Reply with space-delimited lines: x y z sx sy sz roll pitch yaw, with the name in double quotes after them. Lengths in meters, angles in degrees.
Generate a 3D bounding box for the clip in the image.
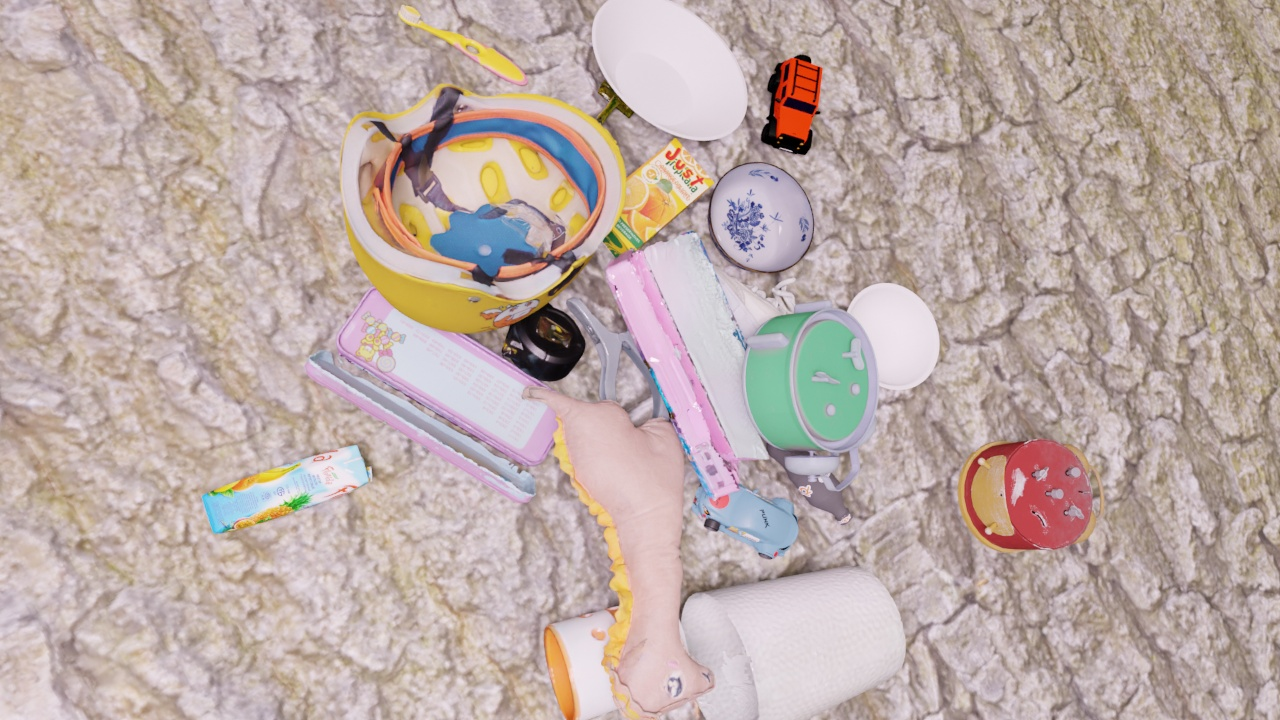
-0.004 0.005 0.866 0.090 0.027 0.162 -21 88 -20 "clip"

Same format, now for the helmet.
-0.137 -0.117 0.789 0.239 0.140 0.209 -26 72 -31 "helmet"

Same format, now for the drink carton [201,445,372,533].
-0.286 0.104 0.750 0.128 0.044 0.038 -18 85 -19 "drink carton"

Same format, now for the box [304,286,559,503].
-0.172 0.034 0.790 0.214 0.062 0.139 33 37 -9 "box"

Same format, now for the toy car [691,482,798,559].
0.104 0.146 0.871 0.107 0.028 0.060 27 73 -11 "toy car"

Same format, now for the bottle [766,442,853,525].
0.167 0.114 0.892 0.036 0.036 0.110 -41 93 -20 "bottle"

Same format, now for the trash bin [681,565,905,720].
0.137 0.252 0.813 0.161 0.133 0.133 -9 82 -24 "trash bin"

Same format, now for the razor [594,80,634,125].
-0.050 -0.223 0.899 0.042 0.026 0.105 39 75 -9 "razor"

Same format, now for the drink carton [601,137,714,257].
0.010 -0.157 0.894 0.122 0.041 0.058 -43 94 -20 "drink carton"

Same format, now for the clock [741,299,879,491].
0.158 0.036 0.794 0.121 0.075 0.161 -32 108 -38 "clock"

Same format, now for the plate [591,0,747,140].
0.023 -0.281 0.909 0.173 0.036 0.173 13 60 -25 "plate"

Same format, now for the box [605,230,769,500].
0.057 -0.001 0.816 0.091 0.084 0.230 -22 103 12 "box"

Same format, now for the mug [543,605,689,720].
-0.021 0.253 0.783 0.105 0.082 0.082 -11 83 -20 "mug"

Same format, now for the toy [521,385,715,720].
-0.022 0.153 0.754 0.196 0.065 0.263 18 55 -19 "toy"

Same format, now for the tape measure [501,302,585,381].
-0.087 -0.018 0.827 0.072 0.042 0.071 26 41 -17 "tape measure"

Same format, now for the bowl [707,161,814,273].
0.113 -0.136 0.919 0.114 0.045 0.114 3 79 -17 "bowl"

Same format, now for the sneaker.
0.117 -0.031 0.884 0.242 0.090 0.090 43 66 -12 "sneaker"

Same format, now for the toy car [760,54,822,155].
0.160 -0.267 0.957 0.051 0.049 0.100 13 76 -15 "toy car"

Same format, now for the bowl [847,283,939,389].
0.247 -0.021 0.941 0.109 0.041 0.109 4 78 -18 "bowl"

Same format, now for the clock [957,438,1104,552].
0.415 0.137 0.941 0.158 0.081 0.117 1 79 -17 "clock"

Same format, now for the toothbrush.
-0.169 -0.301 0.879 0.135 0.016 0.021 27 68 -11 "toothbrush"
